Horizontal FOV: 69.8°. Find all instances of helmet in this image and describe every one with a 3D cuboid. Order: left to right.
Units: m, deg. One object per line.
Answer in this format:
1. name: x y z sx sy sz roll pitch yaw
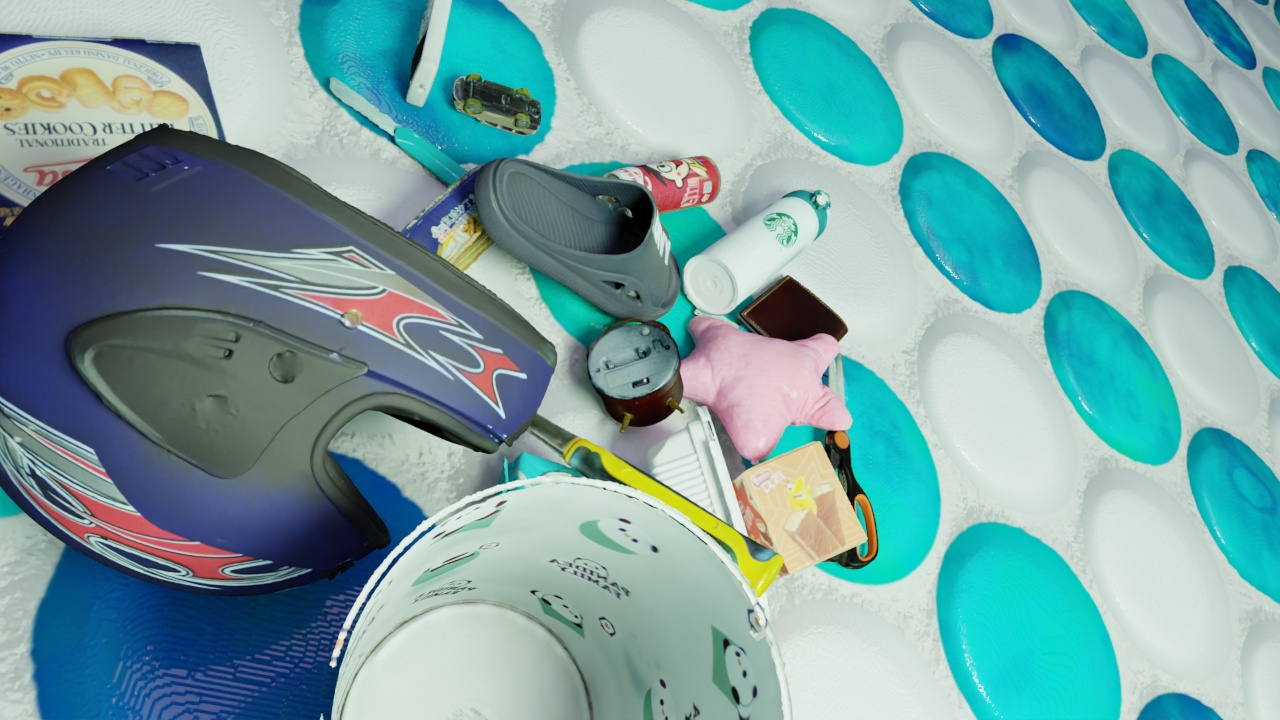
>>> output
1. helmet: -0.233 0.024 0.564 0.315 0.248 0.240 30 79 -19

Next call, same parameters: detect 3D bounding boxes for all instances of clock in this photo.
1. clock: -0.005 0.005 0.821 0.082 0.055 0.121 -19 49 0

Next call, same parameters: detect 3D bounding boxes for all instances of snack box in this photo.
1. snack box: -0.404 -0.158 0.683 0.177 0.046 0.182 -11 70 -36
2. snack box: 0.132 0.136 0.812 0.077 0.093 0.094 -21 76 -13

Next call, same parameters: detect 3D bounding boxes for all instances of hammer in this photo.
1. hammer: -0.035 0.076 0.707 0.323 0.032 0.125 30 46 21

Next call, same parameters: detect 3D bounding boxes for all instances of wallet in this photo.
1. wallet: 0.164 -0.039 0.979 0.096 0.020 0.122 43 40 8

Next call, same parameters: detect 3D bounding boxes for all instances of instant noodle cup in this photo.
1. instant noodle cup: 0.051 0.138 0.759 0.060 0.138 0.173 -17 70 -2

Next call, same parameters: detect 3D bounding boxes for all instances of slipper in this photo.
1. slipper: -0.029 -0.112 0.828 0.267 0.083 0.110 21 56 -49

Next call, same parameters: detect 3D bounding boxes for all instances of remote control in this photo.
1. remote control: -0.204 -0.317 0.892 0.021 0.058 0.149 16 56 -21

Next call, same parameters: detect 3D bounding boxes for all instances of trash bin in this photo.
1. trash bin: -0.072 0.210 0.531 0.229 0.253 0.229 8 65 -19

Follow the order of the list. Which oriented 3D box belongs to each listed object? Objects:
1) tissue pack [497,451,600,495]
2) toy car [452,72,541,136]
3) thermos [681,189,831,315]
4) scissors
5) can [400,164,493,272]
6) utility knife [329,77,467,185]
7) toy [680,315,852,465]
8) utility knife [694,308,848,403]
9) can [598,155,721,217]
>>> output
1. tissue pack: -0.054 0.129 0.723 0.133 0.050 0.093 19 32 -22
2. toy car: -0.143 -0.251 0.909 0.090 0.035 0.042 13 57 -26
3. thermos: 0.134 -0.126 0.984 0.073 0.073 0.223 50 47 2
4. scissors: 0.208 0.099 0.928 0.143 0.022 0.234 37 56 -15
5. can: -0.159 -0.112 0.794 0.049 0.075 0.147 39 48 -4
6. utility knife: -0.195 -0.189 0.855 0.223 0.013 0.029 37 52 -12
7. toy: 0.100 0.025 0.866 0.194 0.075 0.178 8 44 1
8. utility knife: 0.138 -0.009 0.962 0.194 0.018 0.034 28 53 -15
9. can: 0.021 -0.181 0.960 0.132 0.053 0.053 -19 75 -38
